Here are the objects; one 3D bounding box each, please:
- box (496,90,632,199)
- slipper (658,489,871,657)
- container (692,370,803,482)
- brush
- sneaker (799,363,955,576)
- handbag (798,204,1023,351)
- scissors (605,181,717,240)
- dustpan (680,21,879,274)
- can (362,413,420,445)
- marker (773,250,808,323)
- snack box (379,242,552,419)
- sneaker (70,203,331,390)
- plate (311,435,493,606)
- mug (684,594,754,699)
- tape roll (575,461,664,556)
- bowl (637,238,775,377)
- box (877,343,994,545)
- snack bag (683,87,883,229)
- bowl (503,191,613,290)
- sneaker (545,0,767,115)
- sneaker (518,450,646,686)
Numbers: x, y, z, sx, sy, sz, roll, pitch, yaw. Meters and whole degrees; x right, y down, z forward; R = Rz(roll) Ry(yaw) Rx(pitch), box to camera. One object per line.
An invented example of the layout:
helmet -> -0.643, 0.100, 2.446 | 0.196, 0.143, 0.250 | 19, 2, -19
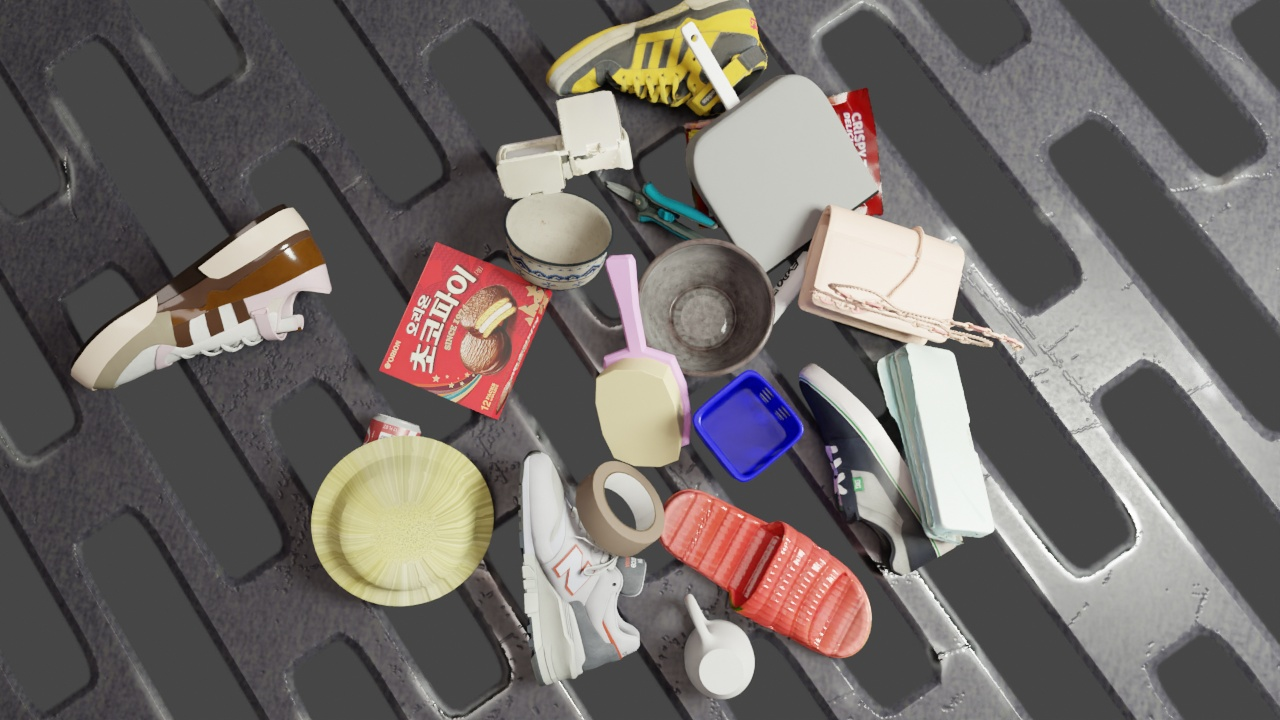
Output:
box -> -0.081, -0.220, 0.942 | 0.143, 0.181, 0.081 | -11, 115, -3
slipper -> 0.129, 0.215, 0.943 | 0.249, 0.059, 0.103 | 32, 86, 8
container -> 0.106, 0.069, 0.934 | 0.084, 0.113, 0.085 | -39, 83, -2
brush -> -0.005, 0.005, 0.919 | 0.089, 0.043, 0.229 | 0, 121, 19
sneaker -> 0.221, 0.114, 0.940 | 0.079, 0.084, 0.235 | -34, 86, -2
handbag -> 0.272, -0.089, 0.905 | 0.198, 0.187, 0.116 | 17, 85, -7
scissors -> 0.024, -0.169, 0.995 | 0.019, 0.135, 0.130 | -33, 99, -44
dustpan -> 0.118, -0.235, 0.953 | 0.163, 0.033, 0.257 | -36, 110, -2
can -> -0.274, 0.109, 0.980 | 0.054, 0.054, 0.096 | 17, 84, 5
marker -> 0.171, -0.092, 0.996 | 0.025, 0.025, 0.126 | 39, 86, 7
snack box -> -0.189, -0.032, 1.002 | 0.133, 0.036, 0.152 | 22, 85, 5
sneaker -> -0.464, -0.039, 0.996 | 0.294, 0.111, 0.116 | -36, 103, -2
plate -> -0.243, 0.172, 0.944 | 0.184, 0.036, 0.184 | -2, 99, -14
mug -> 0.071, 0.286, 0.921 | 0.071, 0.089, 0.107 | -27, 82, -1
tape roll -> -0.020, 0.150, 0.933 | 0.030, 0.093, 0.093 | -42, 81, 32
bowl -> 0.068, -0.051, 0.975 | 0.145, 0.067, 0.145 | 0, 83, 3
box -> 0.292, 0.079, 0.909 | 0.073, 0.086, 0.198 | -19, 60, 27
snack bag -> 0.157, -0.214, 0.994 | 0.208, 0.066, 0.139 | -8, 90, 1
bowl -> -0.090, -0.121, 0.982 | 0.115, 0.059, 0.115 | 6, 49, -8
sneaker -> 0.026, -0.310, 1.000 | 0.238, 0.086, 0.122 | -24, 84, 1
sneaker -> -0.057, 0.209, 0.947 | 0.124, 0.089, 0.240 | -3, 91, -2
